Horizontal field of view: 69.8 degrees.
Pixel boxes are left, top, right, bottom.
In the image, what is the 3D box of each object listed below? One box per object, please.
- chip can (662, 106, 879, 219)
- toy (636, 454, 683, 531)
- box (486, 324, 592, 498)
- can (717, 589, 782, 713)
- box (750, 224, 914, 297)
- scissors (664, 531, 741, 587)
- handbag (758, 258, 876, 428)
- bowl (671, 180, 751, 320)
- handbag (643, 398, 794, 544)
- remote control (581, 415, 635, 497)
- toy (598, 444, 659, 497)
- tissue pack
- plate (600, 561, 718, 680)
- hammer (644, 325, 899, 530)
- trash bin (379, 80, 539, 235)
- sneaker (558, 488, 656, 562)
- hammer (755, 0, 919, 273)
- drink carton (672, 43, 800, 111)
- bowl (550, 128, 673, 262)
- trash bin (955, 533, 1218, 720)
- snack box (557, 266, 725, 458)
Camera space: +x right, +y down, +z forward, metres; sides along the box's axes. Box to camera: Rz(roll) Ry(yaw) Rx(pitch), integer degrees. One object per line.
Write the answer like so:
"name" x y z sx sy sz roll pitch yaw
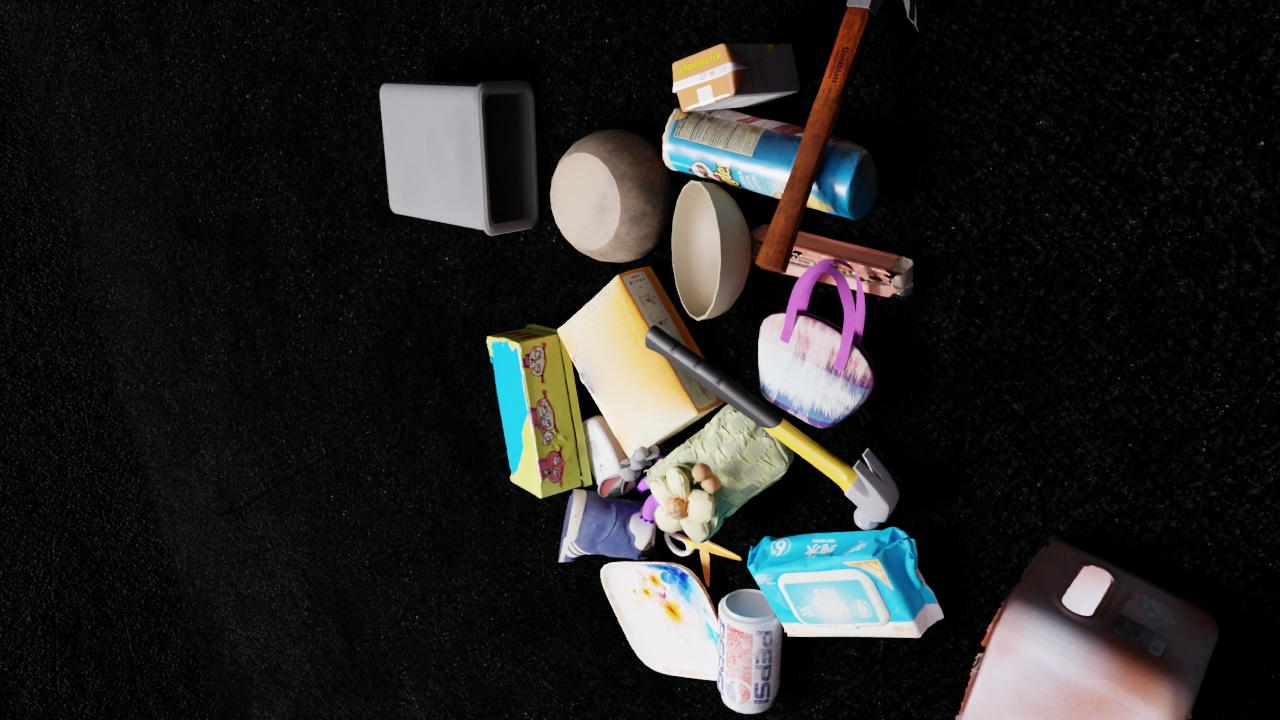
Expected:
"chip can" 0.132 -0.209 0.944 0.230 0.079 0.080 24 119 34
"toy" 0.047 0.163 1.162 0.106 0.055 0.088 11 101 21
"box" -0.141 0.066 1.265 0.124 0.082 0.221 9 109 60
"can" 0.135 0.359 1.136 0.078 0.078 0.136 15 114 38
"box" 0.194 -0.107 0.947 0.187 0.060 0.058 19 85 36
"scissors" 0.079 0.236 1.190 0.130 0.011 0.125 5 106 43
"handbag" 0.186 -0.024 0.942 0.145 0.067 0.170 30 134 31
"bowl" 0.083 -0.122 1.010 0.152 0.050 0.152 175 91 -73
"handbag" 0.084 0.131 1.064 0.187 0.116 0.113 -44 81 24
"remote control" -0.048 0.131 1.256 0.060 0.028 0.114 -27 86 46
"toy" -0.013 0.137 1.146 0.112 0.049 0.030 -49 53 46
"tissue pack" 0.225 0.247 1.014 0.210 0.065 0.117 -16 109 42
"plate" 0.038 0.348 1.243 0.187 0.016 0.187 -11 108 44
"hammer" 0.135 0.062 0.984 0.323 0.029 0.127 37 160 13
"trash bin" -0.248 -0.283 1.250 0.220 0.097 0.192 16 115 39
"sneaker" -0.044 0.233 1.265 0.233 0.118 0.091 110 169 -66
"hammer" 0.172 -0.227 0.858 0.111 0.028 0.301 22 96 35
"drink carton" 0.097 -0.282 0.915 0.076 0.124 0.048 -6 100 43
"bowl" -0.044 -0.196 1.110 0.162 0.070 0.162 16 114 38
"trash bin" 0.387 0.321 0.827 0.157 0.181 0.260 25 119 32
"snack box" -0.007 0.007 1.140 0.145 0.080 0.195 -38 78 44
